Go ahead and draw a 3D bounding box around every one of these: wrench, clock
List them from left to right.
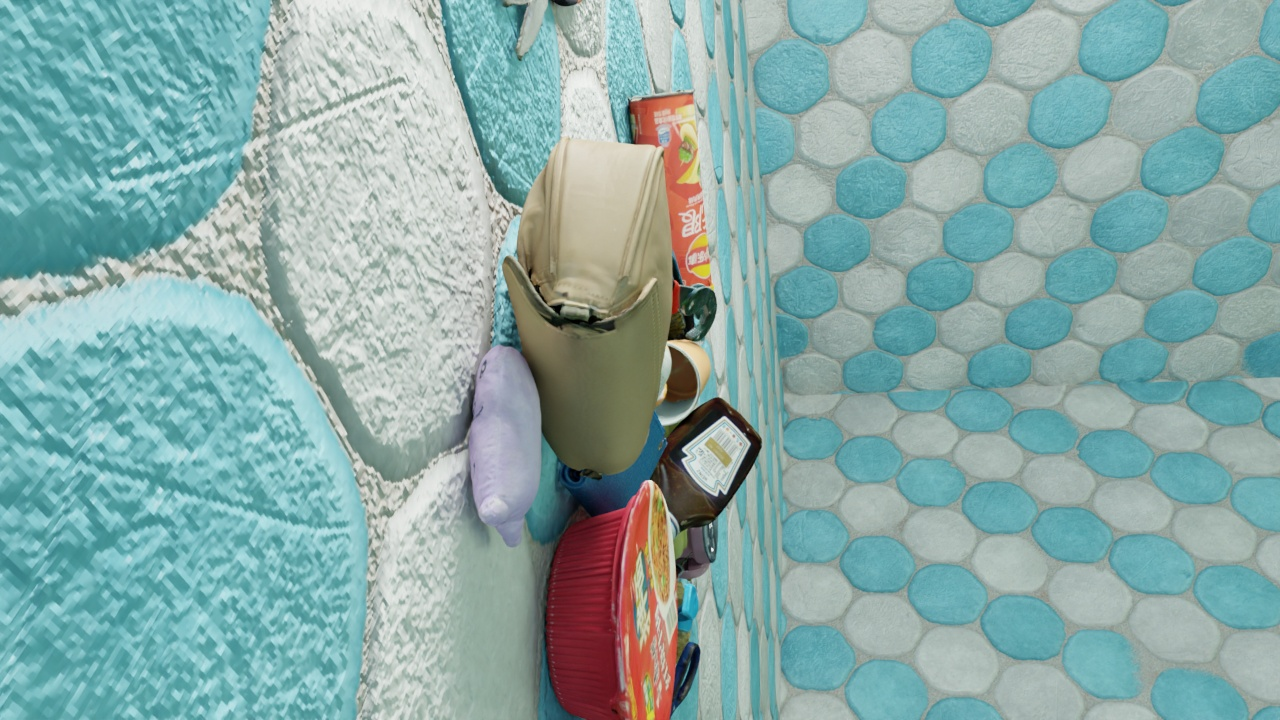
[{"bbox_3d":[0.012,-0.055,0.811,0.273,0.016,0.056,10,105,-63],"label":"wrench"},{"bbox_3d":[0.053,0.176,1.020,0.159,0.060,0.117,73,18,-45],"label":"clock"}]

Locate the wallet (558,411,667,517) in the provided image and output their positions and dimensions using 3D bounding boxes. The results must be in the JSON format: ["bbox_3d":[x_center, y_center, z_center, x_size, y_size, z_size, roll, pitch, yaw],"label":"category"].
[{"bbox_3d":[-0.020,0.072,0.716,0.133,0.040,0.106,66,44,-62],"label":"wallet"}]

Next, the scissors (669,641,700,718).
[{"bbox_3d":[0.013,0.315,0.787,0.161,0.012,0.173,-49,138,-42],"label":"scissors"}]

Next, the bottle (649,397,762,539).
[{"bbox_3d":[0.035,0.116,0.811,0.080,0.044,0.194,45,52,-4],"label":"bottle"}]

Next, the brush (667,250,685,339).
[{"bbox_3d":[0.014,-0.081,0.896,0.144,0.055,0.073,66,24,-59],"label":"brush"}]

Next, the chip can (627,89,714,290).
[{"bbox_3d":[0.034,-0.173,0.972,0.073,0.073,0.217,-57,143,-70],"label":"chip can"}]

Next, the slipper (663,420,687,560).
[{"bbox_3d":[0.044,0.115,0.905,0.190,0.081,0.092,-89,179,-50],"label":"slipper"}]

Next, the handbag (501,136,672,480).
[{"bbox_3d":[-0.031,-0.031,0.563,0.205,0.100,0.147,88,8,-52],"label":"handbag"}]

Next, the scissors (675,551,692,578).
[{"bbox_3d":[0.034,0.199,0.870,0.174,0.014,0.137,-31,166,-42],"label":"scissors"}]

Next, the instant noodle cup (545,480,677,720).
[{"bbox_3d":[-0.019,0.184,0.660,0.193,0.066,0.194,-2,89,-77],"label":"instant noodle cup"}]

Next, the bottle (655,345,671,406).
[{"bbox_3d":[-0.005,0.005,0.771,0.108,0.063,0.063,64,26,-60],"label":"bottle"}]

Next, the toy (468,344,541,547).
[{"bbox_3d":[-0.073,0.044,0.501,0.084,0.039,0.107,89,-3,-67],"label":"toy"}]

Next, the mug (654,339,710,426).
[{"bbox_3d":[0.030,0.015,0.884,0.122,0.078,0.078,-24,111,-74],"label":"mug"}]

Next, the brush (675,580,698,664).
[{"bbox_3d":[0.036,0.236,0.853,0.255,0.046,0.083,98,2,-69],"label":"brush"}]

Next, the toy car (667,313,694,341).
[{"bbox_3d":[0.038,-0.040,1.035,0.155,0.041,0.071,-58,144,-67],"label":"toy car"}]

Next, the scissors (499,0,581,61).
[{"bbox_3d":[-0.068,-0.289,0.658,0.195,0.015,0.215,15,74,-78],"label":"scissors"}]
